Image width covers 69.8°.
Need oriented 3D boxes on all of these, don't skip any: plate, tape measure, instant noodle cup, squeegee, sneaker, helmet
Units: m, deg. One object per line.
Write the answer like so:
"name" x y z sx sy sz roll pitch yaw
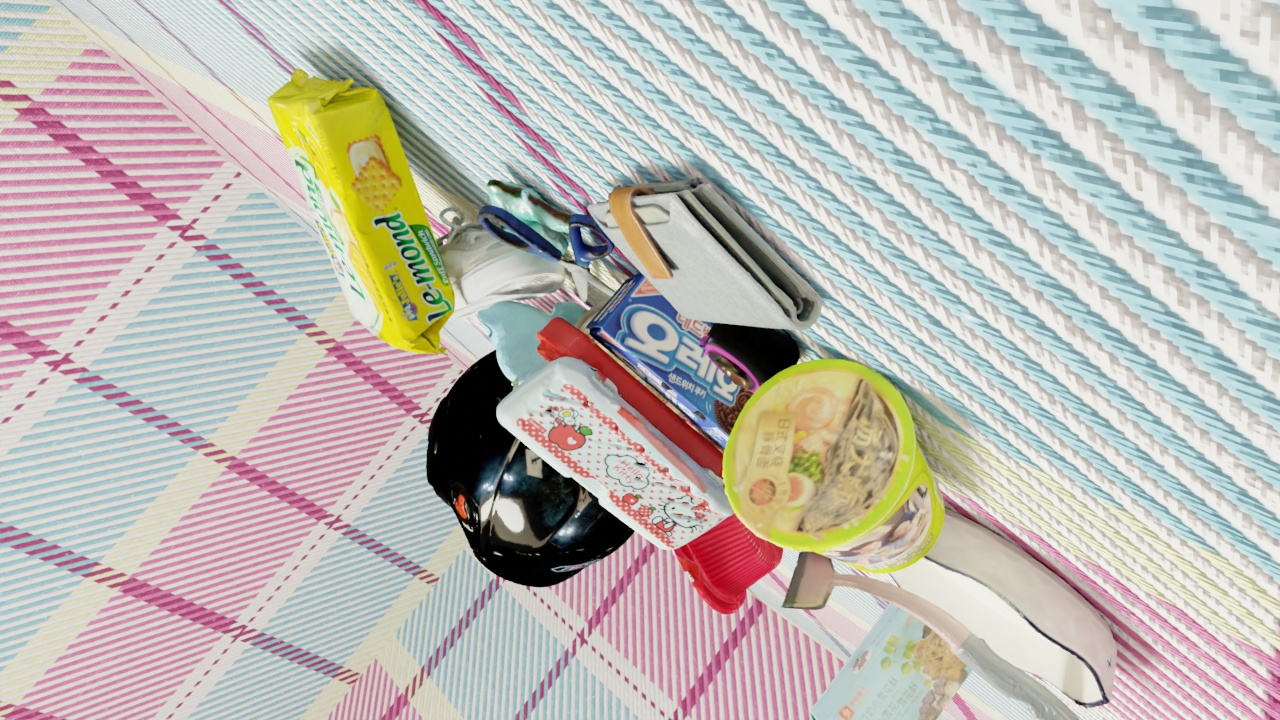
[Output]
"plate" 0.250 0.170 0.671 0.205 0.045 0.205 36 170 7
"tape measure" 0.067 -0.004 0.567 0.057 0.039 0.058 33 168 29
"instant noodle cup" 0.125 0.075 0.549 0.112 0.111 0.123 30 174 41
"instant noodle cup" 0.084 0.144 0.886 0.194 0.066 0.193 50 -153 -39
"squeegee" 0.231 0.213 0.689 0.249 0.040 0.247 31 -177 12
"sneaker" -0.145 -0.094 0.836 0.243 0.089 0.090 -9 92 56
"helmet" -0.090 0.106 0.984 0.233 0.274 0.231 -5 173 -33

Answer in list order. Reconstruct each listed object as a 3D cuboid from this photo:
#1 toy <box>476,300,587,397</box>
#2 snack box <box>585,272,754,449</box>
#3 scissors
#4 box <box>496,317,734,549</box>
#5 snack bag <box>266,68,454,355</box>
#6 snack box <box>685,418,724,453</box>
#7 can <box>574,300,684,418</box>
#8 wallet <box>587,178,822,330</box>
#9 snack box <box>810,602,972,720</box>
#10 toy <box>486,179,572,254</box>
"toy" -0.072 -0.008 0.813 0.161 0.050 0.156 39 -149 -17
"snack box" 0.058 0.023 0.664 0.207 0.058 0.057 40 172 -9
"scissors" -0.055 -0.075 0.676 0.163 0.012 0.163 19 164 -17
"box" -0.016 0.067 0.697 0.201 0.098 0.095 42 176 -27
"snack bag" -0.235 -0.127 0.791 0.158 0.068 0.247 25 136 54
"snack box" 0.096 0.070 0.772 0.113 0.044 0.127 38 168 1
"can" -0.005 0.005 0.799 0.116 0.058 0.058 45 168 -30
"wallet" 0.025 -0.055 0.503 0.106 0.037 0.130 42 169 -21
"snack box" 0.230 0.267 0.796 0.074 0.174 0.051 38 176 1
"toy" -0.080 -0.103 0.681 0.096 0.030 0.092 22 165 23
